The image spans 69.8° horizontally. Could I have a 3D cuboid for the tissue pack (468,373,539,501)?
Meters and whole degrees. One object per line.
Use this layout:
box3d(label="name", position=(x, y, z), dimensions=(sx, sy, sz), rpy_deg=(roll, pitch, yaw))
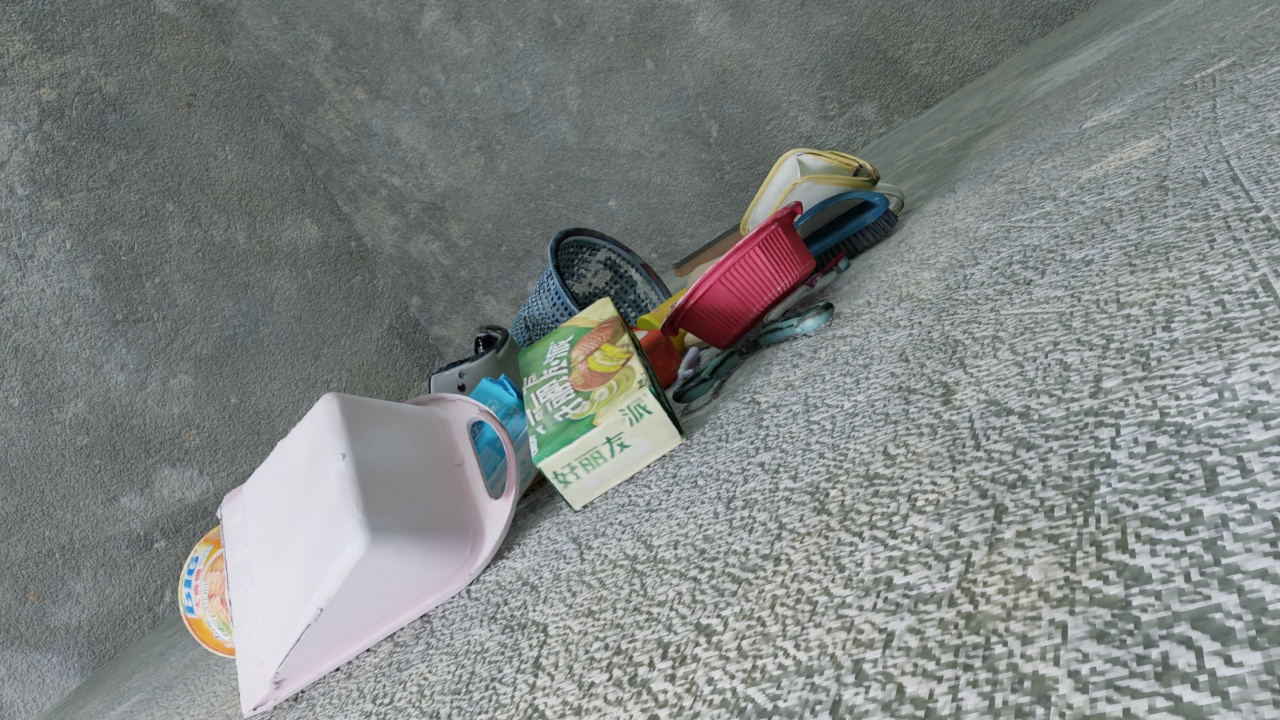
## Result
box3d(label="tissue pack", position=(-0.146, 0.090, 0.858), dimensions=(0.063, 0.090, 0.139), rpy_deg=(21, 70, 37))

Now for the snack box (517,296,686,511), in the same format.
box3d(label="snack box", position=(-0.043, 0.029, 0.831), dimensions=(0.114, 0.063, 0.240), rpy_deg=(-33, 24, 4))

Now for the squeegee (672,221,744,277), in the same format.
box3d(label="squeegee", position=(0.124, -0.122, 1.334), dimensions=(0.247, 0.040, 0.250), rpy_deg=(-34, -13, -23))

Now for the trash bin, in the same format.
box3d(label="trash bin", position=(-0.086, -0.042, 1.300), dimensions=(0.196, 0.226, 0.225), rpy_deg=(-44, 0, 32))

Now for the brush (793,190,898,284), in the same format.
box3d(label="brush", position=(0.222, -0.150, 1.067), dimensions=(0.144, 0.073, 0.055), rpy_deg=(-33, 20, 25))

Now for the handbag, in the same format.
box3d(label="handbag", position=(0.228, -0.184, 1.127), dimensions=(0.178, 0.063, 0.164), rpy_deg=(1, -32, -19))

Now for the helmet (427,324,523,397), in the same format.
box3d(label="helmet", position=(-0.233, 0.091, 1.181), dimensions=(0.274, 0.157, 0.229), rpy_deg=(-42, 9, 16))

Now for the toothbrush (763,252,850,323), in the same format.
box3d(label="toothbrush", position=(0.177, -0.075, 0.962), dimensions=(0.016, 0.017, 0.187), rpy_deg=(-32, 3, 44))

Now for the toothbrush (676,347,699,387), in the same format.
box3d(label="toothbrush", position=(0.055, 0.006, 0.999), dimensions=(0.189, 0.021, 0.029), rpy_deg=(-59, -6, -78))

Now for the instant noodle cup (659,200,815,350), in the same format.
box3d(label="instant noodle cup", position=(0.112, -0.075, 0.949), dimensions=(0.193, 0.066, 0.194), rpy_deg=(-41, -5, -5))

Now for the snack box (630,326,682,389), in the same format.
box3d(label="snack box", position=(-0.006, 0.006, 1.037), dimensions=(0.091, 0.082, 0.080), rpy_deg=(-38, 18, -32))

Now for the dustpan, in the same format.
box3d(label="dustpan", position=(-0.236, 0.149, 0.797), dimensions=(0.138, 0.222, 0.274), rpy_deg=(17, -53, -43))

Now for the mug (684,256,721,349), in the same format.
box3d(label="mug", position=(0.106, -0.072, 1.105), dimensions=(0.124, 0.084, 0.104), rpy_deg=(-62, 18, -18))

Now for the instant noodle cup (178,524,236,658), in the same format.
box3d(label="instant noodle cup", position=(-0.374, 0.230, 0.933), dimensions=(0.112, 0.151, 0.151), rpy_deg=(-14, 19, 48))

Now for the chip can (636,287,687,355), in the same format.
box3d(label="chip can", position=(0.096, -0.080, 1.198), dimensions=(0.213, 0.072, 0.072), rpy_deg=(-35, 7, -22))

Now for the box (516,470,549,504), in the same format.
box3d(label="box", position=(-0.088, 0.076, 0.959), dimensions=(0.184, 0.059, 0.089), rpy_deg=(-32, 18, 0))

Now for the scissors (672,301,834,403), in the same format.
box3d(label="scissors", position=(0.095, -0.004, 0.856), dimensions=(0.179, 0.019, 0.171), rpy_deg=(-34, 6, -29))
